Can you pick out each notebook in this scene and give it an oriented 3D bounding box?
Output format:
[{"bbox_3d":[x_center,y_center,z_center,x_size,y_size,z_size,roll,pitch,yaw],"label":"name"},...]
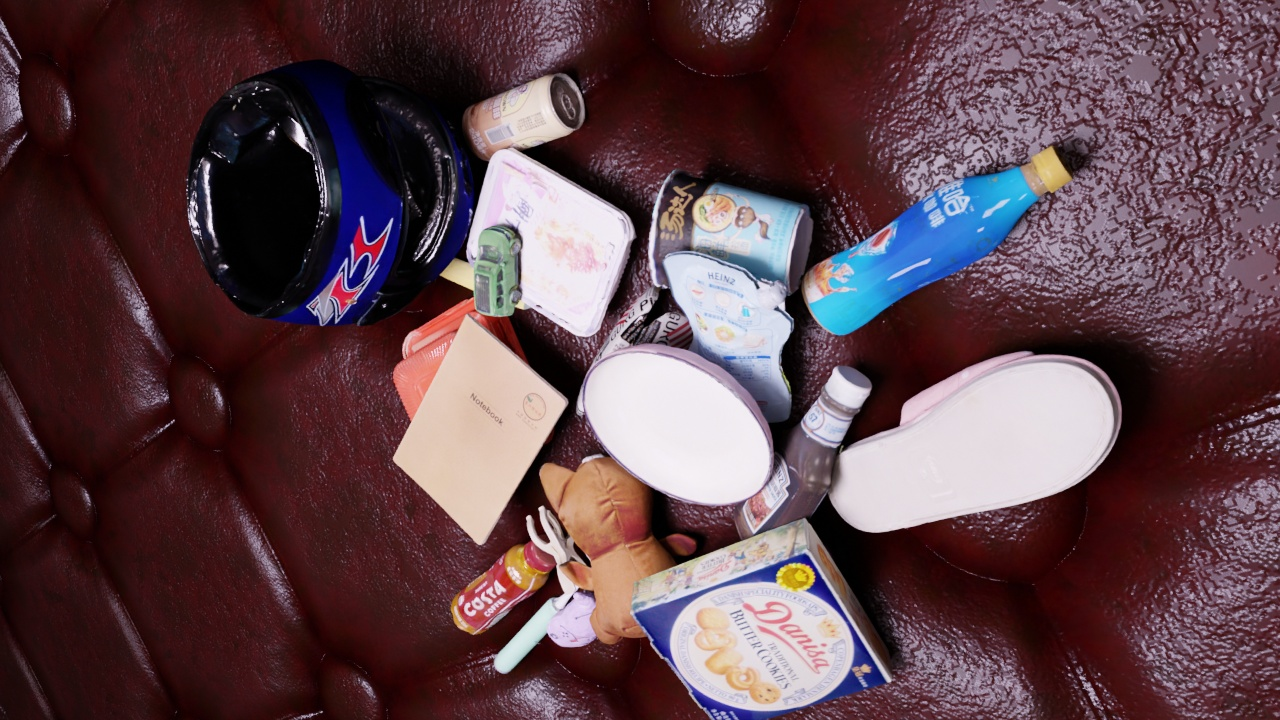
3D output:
[{"bbox_3d":[-0.175,0.076,0.968,0.148,0.008,0.208,40,116,16],"label":"notebook"}]

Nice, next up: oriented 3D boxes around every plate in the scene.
[{"bbox_3d":[0.038,0.055,0.851,0.192,0.038,0.193,20,138,19],"label":"plate"}]

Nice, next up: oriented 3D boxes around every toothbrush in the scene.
[{"bbox_3d":[-0.113,0.307,1.087,0.225,0.027,0.026,-51,47,32],"label":"toothbrush"}]

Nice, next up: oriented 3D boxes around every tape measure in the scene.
[{"bbox_3d":[0.165,0.186,0.869,0.058,0.039,0.057,-39,83,34],"label":"tape measure"}]

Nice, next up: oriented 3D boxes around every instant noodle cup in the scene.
[{"bbox_3d":[0.082,-0.106,0.798,0.120,0.111,0.111,12,111,20],"label":"instant noodle cup"},{"bbox_3d":[-0.198,0.033,1.024,0.165,0.079,0.188,-28,84,31],"label":"instant noodle cup"},{"bbox_3d":[-0.082,-0.120,0.916,0.173,0.060,0.138,33,120,21],"label":"instant noodle cup"}]

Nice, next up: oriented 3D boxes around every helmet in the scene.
[{"bbox_3d":[-0.284,-0.168,0.910,0.316,0.239,0.247,-23,90,46],"label":"helmet"}]

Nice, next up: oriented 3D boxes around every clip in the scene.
[{"bbox_3d":[-0.097,0.208,1.014,0.035,0.081,0.104,-36,56,34],"label":"clip"}]

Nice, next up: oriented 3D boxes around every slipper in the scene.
[{"bbox_3d":[0.267,0.073,0.760,0.275,0.054,0.114,-37,80,46],"label":"slipper"}]

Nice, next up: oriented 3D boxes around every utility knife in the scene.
[{"bbox_3d":[-0.191,-0.097,1.013,0.198,0.021,0.031,23,84,19],"label":"utility knife"}]

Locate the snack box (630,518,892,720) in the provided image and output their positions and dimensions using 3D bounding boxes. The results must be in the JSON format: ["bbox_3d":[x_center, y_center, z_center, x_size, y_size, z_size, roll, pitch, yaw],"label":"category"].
[{"bbox_3d":[0.112,0.252,0.854,0.183,0.045,0.178,-25,114,19],"label":"snack box"}]

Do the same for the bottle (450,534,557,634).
[{"bbox_3d":[-0.157,0.262,1.081,0.175,0.057,0.057,-43,81,33],"label":"bottle"}]

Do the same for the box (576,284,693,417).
[{"bbox_3d":[-0.002,0.009,0.910,0.087,0.076,0.163,34,119,-4],"label":"box"}]

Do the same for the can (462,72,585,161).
[{"bbox_3d":[-0.116,-0.238,0.901,0.116,0.058,0.058,-10,99,33],"label":"can"}]

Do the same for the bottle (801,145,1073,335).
[{"bbox_3d":[0.231,-0.095,0.726,0.219,0.065,0.065,-32,87,34],"label":"bottle"}]

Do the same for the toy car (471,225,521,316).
[{"bbox_3d":[-0.144,-0.087,0.909,0.043,0.036,0.091,14,108,30],"label":"toy car"}]

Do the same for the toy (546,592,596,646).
[{"bbox_3d":[-0.062,0.294,1.038,0.083,0.038,0.108,23,131,-22],"label":"toy"}]

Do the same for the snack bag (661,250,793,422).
[{"bbox_3d":[0.080,-0.017,0.801,0.110,0.038,0.191,25,149,26],"label":"snack bag"}]

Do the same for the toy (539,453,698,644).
[{"bbox_3d":[-0.020,0.182,0.948,0.199,0.140,0.130,68,166,-1],"label":"toy"}]

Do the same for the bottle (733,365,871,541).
[{"bbox_3d":[0.147,0.092,0.831,0.044,0.079,0.195,14,120,-20],"label":"bottle"}]
